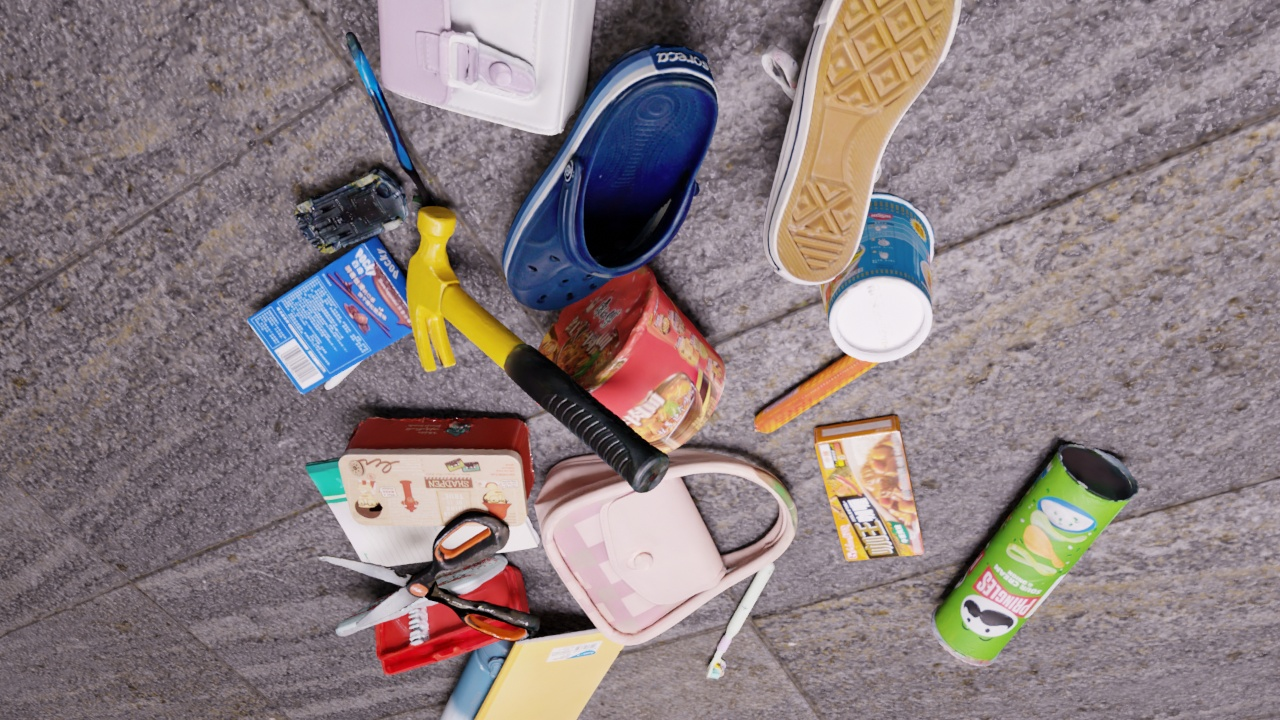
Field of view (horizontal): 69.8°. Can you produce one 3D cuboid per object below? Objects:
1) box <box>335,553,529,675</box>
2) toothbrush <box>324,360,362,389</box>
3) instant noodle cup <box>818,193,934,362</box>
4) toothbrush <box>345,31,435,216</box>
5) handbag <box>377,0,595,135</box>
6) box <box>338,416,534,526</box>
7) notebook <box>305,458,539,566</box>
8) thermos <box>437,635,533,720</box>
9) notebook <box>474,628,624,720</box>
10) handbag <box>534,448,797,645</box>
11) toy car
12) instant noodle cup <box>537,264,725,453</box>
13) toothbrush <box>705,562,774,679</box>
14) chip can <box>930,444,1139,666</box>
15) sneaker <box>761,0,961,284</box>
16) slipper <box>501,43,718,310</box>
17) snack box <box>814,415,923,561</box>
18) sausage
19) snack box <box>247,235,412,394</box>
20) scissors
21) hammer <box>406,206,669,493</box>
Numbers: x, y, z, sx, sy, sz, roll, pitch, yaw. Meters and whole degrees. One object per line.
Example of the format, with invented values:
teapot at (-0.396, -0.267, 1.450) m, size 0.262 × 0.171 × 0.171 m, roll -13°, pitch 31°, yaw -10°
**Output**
box at (-0.228, 0.271, 0.982) m, size 0.202 × 0.095 × 0.100 m, roll -24°, pitch 156°, yaw 23°
toothbrush at (-0.236, -0.026, 0.829) m, size 0.188 × 0.016 × 0.017 m, roll -37°, pitch 104°, yaw 29°
instant noodle cup at (0.173, -0.056, 0.681) m, size 0.099 × 0.109 × 0.099 m, roll 5°, pitch 126°, yaw 6°
toothbrush at (-0.185, -0.165, 0.686) m, size 0.016 × 0.014 × 0.190 m, roll 14°, pitch 150°, yaw 16°
handbag at (-0.102, -0.263, 0.596) m, size 0.145 × 0.098 × 0.197 m, roll 16°, pitch 128°, yaw 8°
box at (-0.187, 0.102, 0.869) m, size 0.168 × 0.077 × 0.091 m, roll 0°, pitch 121°, yaw 4°
notebook at (-0.226, 0.150, 0.954) m, size 0.209 × 0.012 × 0.150 m, roll -11°, pitch 121°, yaw 17°
thermos at (-0.182, 0.379, 1.070) m, size 0.070 × 0.070 × 0.221 m, roll 22°, pitch 126°, yaw -6°
notebook at (-0.104, 0.367, 1.038) m, size 0.145 × 0.010 × 0.207 m, roll 1°, pitch 133°, yaw -31°
handbag at (0.034, 0.164, 0.884) m, size 0.234 × 0.093 × 0.193 m, roll -20°, pitch 120°, yaw 13°
toy car at (-0.235, -0.123, 0.751) m, size 0.106 × 0.031 × 0.049 m, roll -15°, pitch 120°, yaw 24°
instant noodle cup at (-0.004, 0.004, 0.747) m, size 0.138 × 0.137 × 0.108 m, roll -34°, pitch 123°, yaw 28°
toothbrush at (0.107, 0.279, 0.982) m, size 0.020 × 0.029 × 0.190 m, roll 42°, pitch 131°, yaw 31°
chip can at (0.353, 0.181, 0.840) m, size 0.072 × 0.072 × 0.237 m, roll 18°, pitch 125°, yaw -3°
sneaker at (0.136, -0.172, 0.624) m, size 0.118 × 0.088 × 0.241 m, roll 13°, pitch 105°, yaw -14°
slipper at (-0.016, -0.107, 0.653) m, size 0.105 × 0.095 × 0.254 m, roll 5°, pitch 146°, yaw -28°
snack box at (0.213, 0.121, 0.849) m, size 0.075 × 0.026 × 0.154 m, roll -10°, pitch 122°, yaw 17°
sausage at (0.159, 0.019, 0.790) m, size 0.021 × 0.021 × 0.166 m, roll 42°, pitch 121°, yaw -19°
snack box at (-0.267, -0.037, 0.808) m, size 0.157 × 0.026 × 0.084 m, roll -25°, pitch 105°, yaw 26°
scissors at (-0.195, 0.218, 0.890) m, size 0.233 × 0.021 × 0.221 m, roll 26°, pitch 124°, yaw -17°
hammer at (-0.090, 0.001, 0.683) m, size 0.301 × 0.032 × 0.129 m, roll 37°, pitch 126°, yaw 35°
